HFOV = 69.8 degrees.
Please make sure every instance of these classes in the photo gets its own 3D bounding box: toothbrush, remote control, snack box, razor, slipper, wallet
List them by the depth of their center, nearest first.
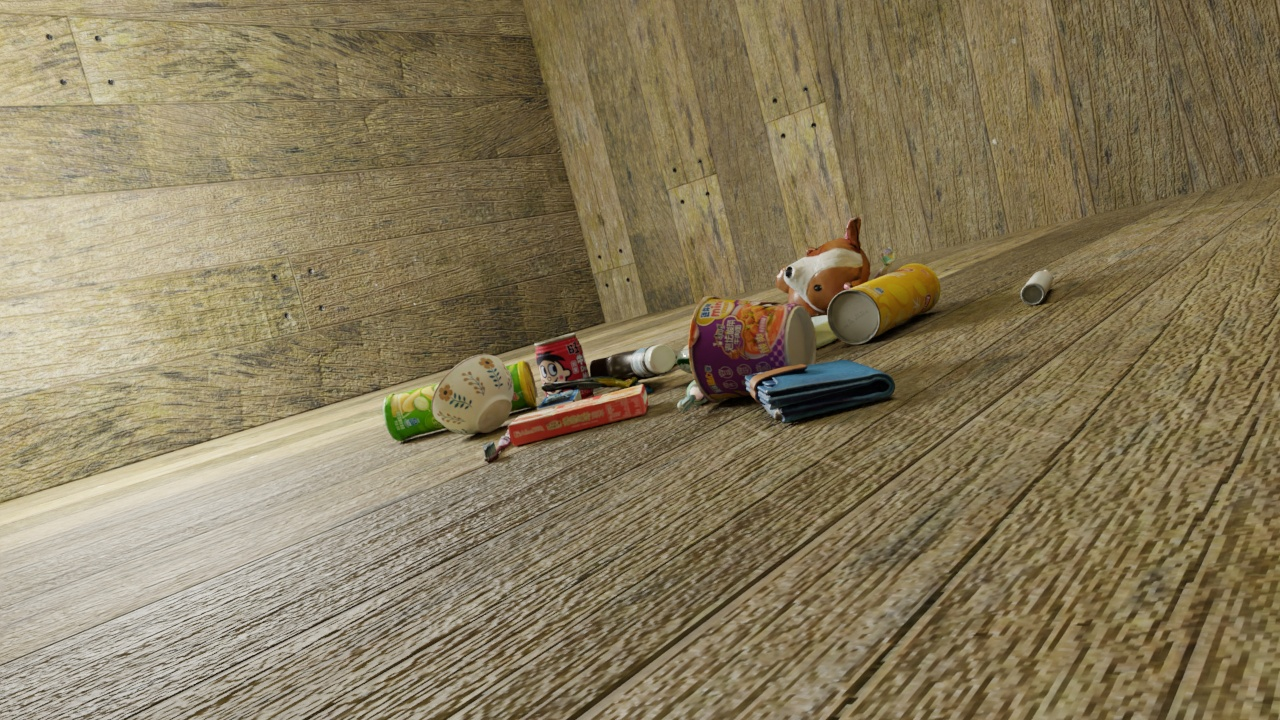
[{"bbox_3d":[0.149,0.021,0.795,0.106,0.040,0.133,-10,4,0],"label":"wallet"},{"bbox_3d":[0.068,0.029,0.991,0.027,0.026,0.224,-44,-4,17],"label":"toothbrush"},{"bbox_3d":[-0.153,0.087,1.032,0.016,0.017,0.187,-13,6,4],"label":"toothbrush"},{"bbox_3d":[-0.068,0.061,1.032,0.153,0.025,0.075,-14,5,4],"label":"snack box"},{"bbox_3d":[0.505,-0.097,1.159,0.027,0.026,0.220,-50,-13,27],"label":"toothbrush"},{"bbox_3d":[0.158,-0.034,1.178,0.244,0.074,0.104,-16,6,-32],"label":"slipper"},{"bbox_3d":[-0.102,0.057,1.180,0.049,0.024,0.125,-14,4,1],"label":"remote control"},{"bbox_3d":[-0.056,0.031,1.182,0.143,0.022,0.042,0,2,-2],"label":"razor"},{"bbox_3d":[0.320,-0.099,1.304,0.020,0.029,0.190,13,-27,-2],"label":"toothbrush"}]

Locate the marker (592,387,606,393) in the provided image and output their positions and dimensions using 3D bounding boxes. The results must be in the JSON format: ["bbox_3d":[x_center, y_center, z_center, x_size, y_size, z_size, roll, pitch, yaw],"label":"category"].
[{"bbox_3d":[-0.036,0.028,1.369,0.145,0.017,0.017,-19,7,-41],"label":"marker"}]

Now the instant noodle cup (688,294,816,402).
[{"bbox_3d":[0.116,-0.012,0.914,0.099,0.111,0.111,0,12,31],"label":"instant noodle cup"}]

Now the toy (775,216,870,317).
[{"bbox_3d":[0.254,-0.110,1.299,0.130,0.140,0.200,6,-17,-18],"label":"toy"}]

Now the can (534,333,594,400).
[{"bbox_3d":[-0.108,0.014,1.282,0.066,0.094,0.066,-14,5,1],"label":"can"}]

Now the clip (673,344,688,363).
[{"bbox_3d":[0.064,-0.006,1.304,0.104,0.034,0.081,-9,2,-9],"label":"clip"}]

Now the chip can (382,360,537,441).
[{"bbox_3d":[-0.265,0.060,1.345,0.221,0.072,0.072,-14,5,1],"label":"chip can"}]

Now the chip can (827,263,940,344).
[{"bbox_3d":[0.319,-0.076,1.192,0.072,0.072,0.212,-10,7,40],"label":"chip can"}]

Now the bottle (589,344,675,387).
[{"bbox_3d":[-0.007,0.007,1.233,0.079,0.044,0.195,-3,-5,-22],"label":"bottle"}]

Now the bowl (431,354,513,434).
[{"bbox_3d":[-0.206,0.054,1.189,0.062,0.114,0.113,40,37,27],"label":"bowl"}]
